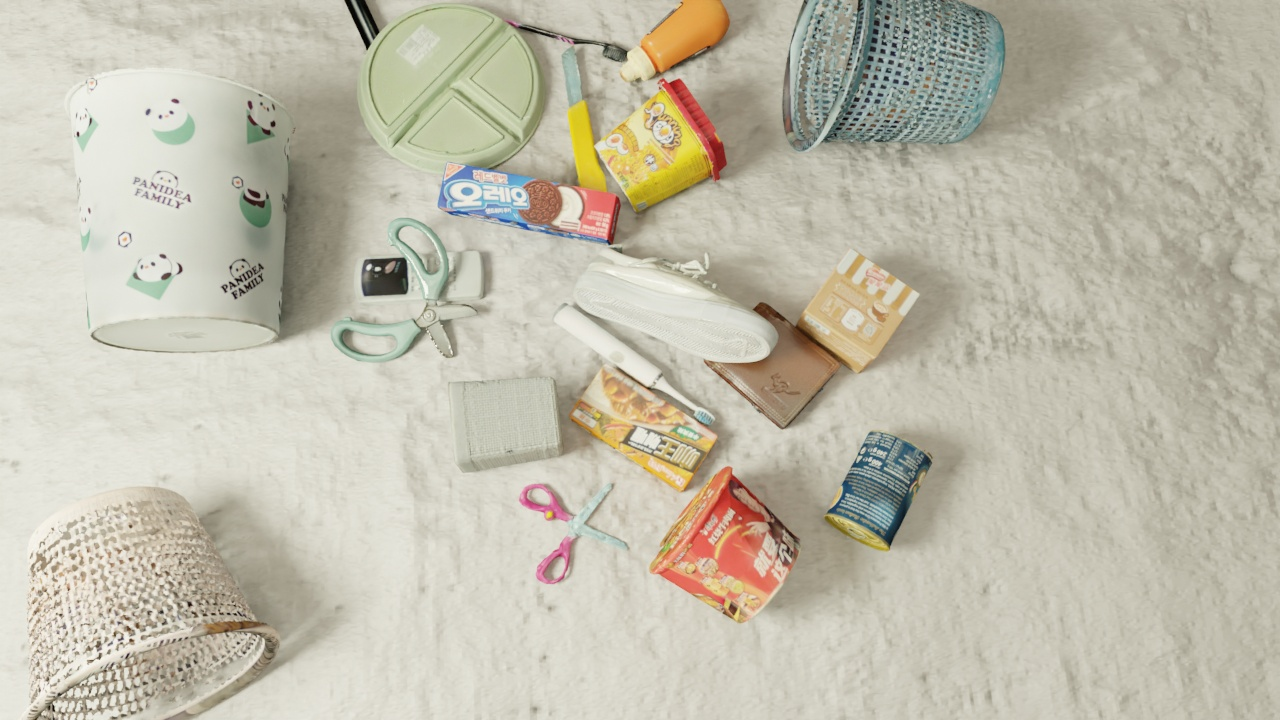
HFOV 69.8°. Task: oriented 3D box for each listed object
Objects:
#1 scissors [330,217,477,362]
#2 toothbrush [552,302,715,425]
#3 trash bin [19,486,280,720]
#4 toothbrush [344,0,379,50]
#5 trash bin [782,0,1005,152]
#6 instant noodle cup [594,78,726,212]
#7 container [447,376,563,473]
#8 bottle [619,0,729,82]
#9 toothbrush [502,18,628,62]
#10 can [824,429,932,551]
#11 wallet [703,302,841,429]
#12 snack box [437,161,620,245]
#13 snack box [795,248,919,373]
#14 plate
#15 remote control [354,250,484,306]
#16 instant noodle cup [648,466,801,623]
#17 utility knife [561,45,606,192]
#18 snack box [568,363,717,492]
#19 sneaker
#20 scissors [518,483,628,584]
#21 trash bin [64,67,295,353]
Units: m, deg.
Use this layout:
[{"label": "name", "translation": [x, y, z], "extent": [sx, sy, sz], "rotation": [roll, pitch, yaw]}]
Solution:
[{"label": "scissors", "translation": [-0.282, -0.073, 1.054], "extent": [0.170, 0.019, 0.175], "rotation": [-18, 95, -1]}, {"label": "toothbrush", "translation": [-0.006, 0.006, 1.048], "extent": [0.221, 0.027, 0.026], "rotation": [36, 36, 8]}, {"label": "trash bin", "translation": [-0.500, 0.241, 0.905], "extent": [0.227, 0.228, 0.192], "rotation": [-29, 65, -7]}, {"label": "toothbrush", "translation": [-0.334, -0.395, 1.152], "extent": [0.027, 0.026, 0.212], "rotation": [-20, 77, -23]}, {"label": "trash bin", "translation": [0.294, -0.338, 1.055], "extent": [0.195, 0.227, 0.226], "rotation": [8, 75, -11]}, {"label": "instant noodle cup", "translation": [0.022, -0.245, 1.075], "extent": [0.124, 0.116, 0.116], "rotation": [-33, 78, 4]}, {"label": "container", "translation": [-0.144, 0.068, 1.002], "extent": [0.114, 0.090, 0.090], "rotation": [-6, 76, -5]}, {"label": "bottle", "translation": [0.037, -0.394, 1.136], "extent": [0.149, 0.067, 0.066], "rotation": [-36, 78, -1]}, {"label": "toothbrush", "translation": [-0.107, -0.409, 1.162], "extent": [0.189, 0.014, 0.018], "rotation": [16, 88, 5]}, {"label": "can", "translation": [0.256, 0.138, 0.987], "extent": [0.075, 0.075, 0.111], "rotation": [29, 77, 7]}, {"label": "wallet", "translation": [0.149, 0.005, 1.046], "extent": [0.124, 0.032, 0.101], "rotation": [41, 82, 11]}, {"label": "snack box", "translation": [-0.130, -0.181, 1.073], "extent": [0.207, 0.057, 0.058], "rotation": [11, 90, 4]}, {"label": "snack box", "translation": [0.242, -0.054, 1.036], "extent": [0.093, 0.077, 0.094], "rotation": [36, 79, 9]}, {"label": "plate", "translation": [-0.231, -0.338, 1.125], "extent": [0.230, 0.027, 0.230], "rotation": [1, 78, -7]}, {"label": "remote control", "translation": [-0.259, -0.097, 1.077], "extent": [0.150, 0.021, 0.058], "rotation": [-4, 76, -1]}, {"label": "instant noodle cup", "translation": [0.092, 0.194, 0.948], "extent": [0.108, 0.138, 0.137], "rotation": [38, 78, 1]}, {"label": "utility knife", "translation": [-0.070, -0.283, 1.127], "extent": [0.033, 0.015, 0.230], "rotation": [-9, 78, -2]}, {"label": "snack box", "translation": [0.003, 0.075, 1.029], "extent": [0.154, 0.026, 0.075], "rotation": [33, 78, 8]}, {"label": "sneaker", "translation": [0.048, -0.071, 1.031], "extent": [0.242, 0.089, 0.090], "rotation": [19, 64, 21]}, {"label": "scissors", "translation": [-0.078, 0.186, 1.008], "extent": [0.133, 0.017, 0.136], "rotation": [23, 74, 2]}, {"label": "trash bin", "translation": [-0.493, -0.147, 0.995], "extent": [0.229, 0.230, 0.251], "rotation": [-5, 80, -1]}]
